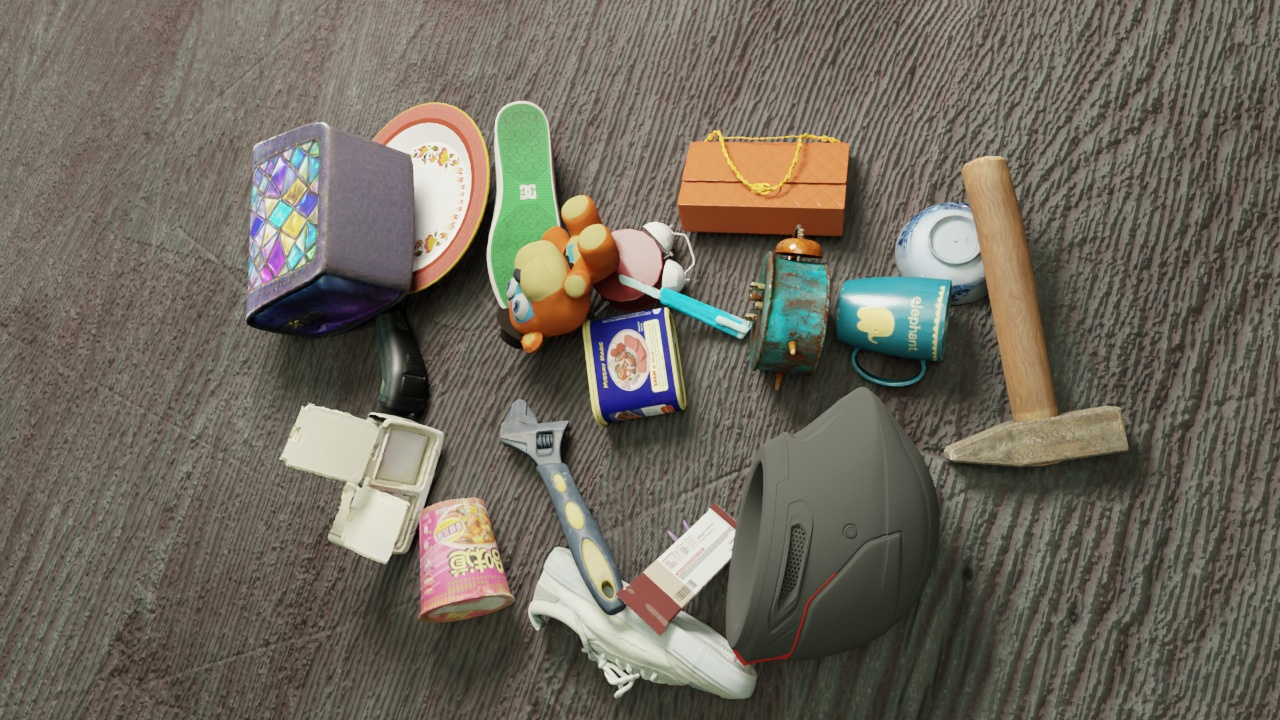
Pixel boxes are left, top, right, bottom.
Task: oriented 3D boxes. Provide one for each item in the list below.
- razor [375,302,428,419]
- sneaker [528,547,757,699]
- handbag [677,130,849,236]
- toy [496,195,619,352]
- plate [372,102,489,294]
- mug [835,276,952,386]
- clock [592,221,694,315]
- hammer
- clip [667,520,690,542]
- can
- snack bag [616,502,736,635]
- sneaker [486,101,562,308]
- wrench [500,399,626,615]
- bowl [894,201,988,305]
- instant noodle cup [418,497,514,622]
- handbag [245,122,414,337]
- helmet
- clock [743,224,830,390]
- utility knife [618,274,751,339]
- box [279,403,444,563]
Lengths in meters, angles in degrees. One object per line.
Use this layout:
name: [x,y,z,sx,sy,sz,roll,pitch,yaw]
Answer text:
razor: [-0.282,-0.003,1.045,0.067,0.053,0.151,-33,63,30]
sneaker: [-0.005,0.278,0.895,0.242,0.089,0.090,25,87,23]
handbag: [0.134,-0.197,0.985,0.172,0.060,0.108,4,58,13]
toy: [-0.086,-0.082,0.960,0.176,0.096,0.112,-60,37,27]
plate: [-0.259,-0.187,1.069,0.230,0.021,0.229,-7,77,31]
mug: [0.251,-0.030,0.919,0.104,0.084,0.112,8,107,20]
clock: [-0.003,-0.101,1.005,0.124,0.044,0.087,-18,73,8]
hammer: [0.352,-0.048,0.882,0.158,0.037,0.300,-10,87,10]
clip: [0.049,0.190,0.939,0.035,0.013,0.052,-33,75,5]
can: [-0.006,0.006,0.973,0.092,0.056,0.116,-10,74,9]
snack bag: [0.046,0.199,0.890,0.057,0.013,0.157,40,48,17]
sneaker: [-0.129,-0.167,1.041,0.084,0.079,0.235,1,94,-2]
wrench: [-0.078,0.138,0.933,0.073,0.022,0.273,-23,53,-9]
bowl: [0.320,-0.117,0.936,0.114,0.045,0.114,-3,76,12]
instant noodle cup: [-0.188,0.205,0.950,0.098,0.098,0.108,-18,65,7]
handbag: [-0.366,-0.142,1.037,0.223,0.125,0.204,-12,75,39]
helmet: [0.183,0.155,0.838,0.170,0.164,0.264,9,88,-2]
clock: [0.144,-0.062,0.923,0.073,0.121,0.157,8,67,2]
utility knife: [0.047,-0.061,0.971,0.151,0.015,0.022,24,86,-7]
box: [-0.260,0.129,0.915,0.106,0.192,0.143,12,84,33]
